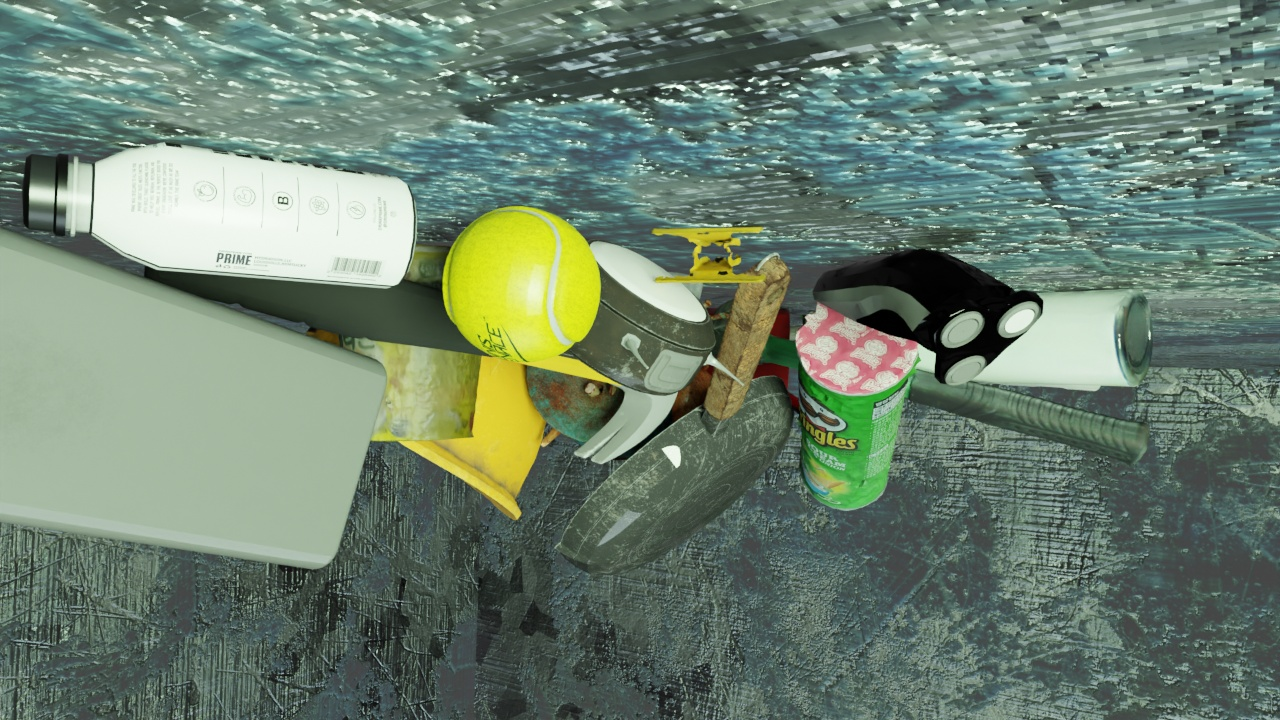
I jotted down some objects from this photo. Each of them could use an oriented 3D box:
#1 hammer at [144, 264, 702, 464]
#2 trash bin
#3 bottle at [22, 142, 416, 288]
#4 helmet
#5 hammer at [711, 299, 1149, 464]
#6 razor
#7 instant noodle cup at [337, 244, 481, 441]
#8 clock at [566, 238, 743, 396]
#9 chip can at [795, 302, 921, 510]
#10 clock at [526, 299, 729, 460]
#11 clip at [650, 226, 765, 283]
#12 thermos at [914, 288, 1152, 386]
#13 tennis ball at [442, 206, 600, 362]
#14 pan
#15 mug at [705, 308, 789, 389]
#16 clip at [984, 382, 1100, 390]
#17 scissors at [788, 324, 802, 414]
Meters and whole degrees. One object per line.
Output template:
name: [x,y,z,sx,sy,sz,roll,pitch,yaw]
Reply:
hammer: [-0.090,-0.018,0.491,0.323,0.127,0.029,13,180,-44]
trash bin: [-0.246,0.006,0.349,0.192,0.097,0.219,4,165,43]
bottle: [-0.137,-0.049,0.306,0.115,0.041,0.041,3,179,-33]
helmet: [-0.162,0.008,0.724,0.256,0.131,0.205,24,164,36]
hammer: [0.199,0.017,0.679,0.319,0.032,0.130,16,156,19]
razor: [0.136,-0.032,0.480,0.057,0.060,0.156,-10,-158,-15]
instant noodle cup: [-0.133,-0.009,0.533,0.102,0.108,0.102,-1,179,0]
clock: [-0.008,-0.028,0.458,0.091,0.044,0.123,10,-150,-48]
chip can: [0.146,0.037,0.639,0.075,0.075,0.223,2,153,11]
clock: [-0.003,0.004,0.656,0.158,0.121,0.073,-12,154,17]
clip: [0.034,-0.048,0.433,0.054,0.046,0.048,0,154,16]
thermos: [0.247,-0.016,0.684,0.231,0.068,0.067,2,179,45]
tennis ball: [-0.050,-0.032,0.388,0.065,0.065,0.065,2,179,0]
pan: [0.045,0.051,0.594,0.207,0.040,0.358,-29,158,-24]
mug: [0.090,-0.011,0.862,0.096,0.080,0.116,2,172,6]
clip: [0.319,-0.007,0.776,0.127,0.110,0.150,4,169,15]
scissors: [0.133,-0.008,0.944,0.179,0.015,0.199,-34,-124,-24]
